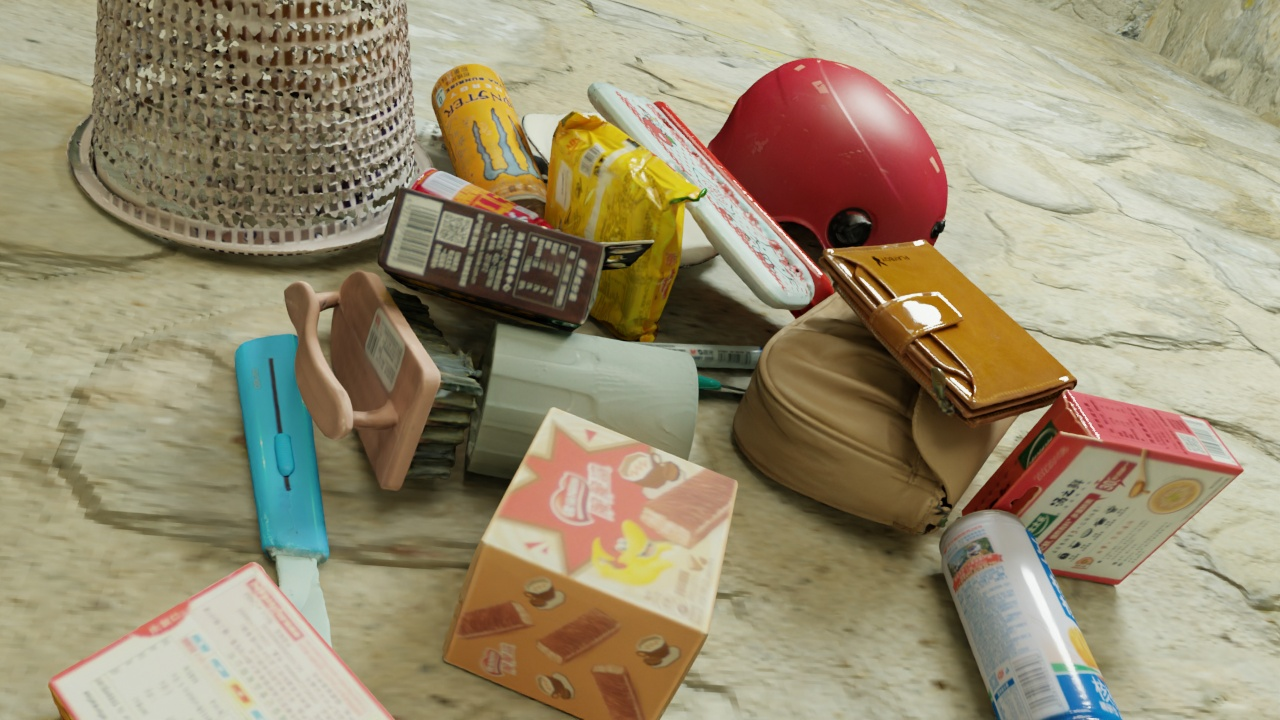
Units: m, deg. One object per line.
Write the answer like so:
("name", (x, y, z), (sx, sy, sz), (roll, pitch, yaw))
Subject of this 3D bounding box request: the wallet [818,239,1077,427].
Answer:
("wallet", (0.170, -0.019, 0.530), (0.118, 0.035, 0.130), (-6, 48, -39))

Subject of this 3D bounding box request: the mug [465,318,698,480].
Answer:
("mug", (-0.036, 0.023, 0.492), (0.103, 0.084, 0.124), (11, 9, -14))

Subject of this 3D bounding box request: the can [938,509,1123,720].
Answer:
("can", (0.196, 0.141, 0.470), (0.053, 0.053, 0.134), (14, 35, -12))

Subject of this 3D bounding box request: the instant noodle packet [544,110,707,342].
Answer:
("instant noodle packet", (-0.017, -0.085, 0.591), (0.111, 0.129, 0.044), (38, 46, 21))

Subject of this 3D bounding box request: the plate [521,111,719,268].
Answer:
("plate", (-0.013, -0.126, 0.707), (0.164, 0.034, 0.163), (47, 29, 8))

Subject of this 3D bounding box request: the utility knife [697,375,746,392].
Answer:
("utility knife", (-0.003, 0.003, 0.566), (0.178, 0.013, 0.029), (13, -7, -28))

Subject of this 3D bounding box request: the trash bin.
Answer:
("trash bin", (-0.232, -0.204, 0.563), (0.227, 0.193, 0.227), (11, 38, -9))

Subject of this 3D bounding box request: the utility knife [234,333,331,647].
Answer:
("utility knife", (-0.159, 0.059, 0.416), (0.034, 0.018, 0.208), (1, 41, -30))

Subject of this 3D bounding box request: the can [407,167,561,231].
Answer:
("can", (-0.104, -0.074, 0.584), (0.094, 0.067, 0.066), (24, 34, 3))

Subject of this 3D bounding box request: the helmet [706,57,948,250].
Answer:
("helmet", (0.188, -0.188, 0.843), (0.240, 0.144, 0.206), (22, 32, -2))

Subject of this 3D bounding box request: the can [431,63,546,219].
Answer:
("can", (-0.109, -0.149, 0.668), (0.058, 0.058, 0.146), (-2, 53, -32))

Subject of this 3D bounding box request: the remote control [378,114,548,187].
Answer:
("remote control", (-0.132, -0.162, 0.729), (0.150, 0.021, 0.058), (14, 35, -11))

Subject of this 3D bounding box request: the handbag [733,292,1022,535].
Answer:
("handbag", (0.159, 0.015, 0.580), (0.148, 0.100, 0.203), (33, 40, 22))

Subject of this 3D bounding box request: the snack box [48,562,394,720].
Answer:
("snack box", (-0.118, 0.143, 0.305), (0.156, 0.027, 0.076), (39, 45, 22))

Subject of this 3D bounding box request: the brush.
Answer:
("brush", (-0.136, -0.002, 0.458), (0.073, 0.063, 0.145), (9, 24, -36))

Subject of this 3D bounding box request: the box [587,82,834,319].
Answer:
("box", (0.054, -0.110, 0.645), (0.201, 0.050, 0.160), (51, 14, 15))

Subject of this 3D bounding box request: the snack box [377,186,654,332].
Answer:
("snack box", (-0.066, -0.050, 0.493), (0.125, 0.053, 0.113), (16, -2, -6))

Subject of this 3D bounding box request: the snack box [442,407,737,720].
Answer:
("snack box", (-0.019, 0.090, 0.398), (0.094, 0.077, 0.092), (22, 34, 0))

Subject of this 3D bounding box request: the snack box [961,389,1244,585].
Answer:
("snack box", (0.257, 0.076, 0.540), (0.127, 0.113, 0.044), (12, 39, -15))

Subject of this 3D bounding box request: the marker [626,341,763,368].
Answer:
("marker", (0.023, -0.004, 0.604), (0.145, 0.017, 0.017), (2, 39, -27))
